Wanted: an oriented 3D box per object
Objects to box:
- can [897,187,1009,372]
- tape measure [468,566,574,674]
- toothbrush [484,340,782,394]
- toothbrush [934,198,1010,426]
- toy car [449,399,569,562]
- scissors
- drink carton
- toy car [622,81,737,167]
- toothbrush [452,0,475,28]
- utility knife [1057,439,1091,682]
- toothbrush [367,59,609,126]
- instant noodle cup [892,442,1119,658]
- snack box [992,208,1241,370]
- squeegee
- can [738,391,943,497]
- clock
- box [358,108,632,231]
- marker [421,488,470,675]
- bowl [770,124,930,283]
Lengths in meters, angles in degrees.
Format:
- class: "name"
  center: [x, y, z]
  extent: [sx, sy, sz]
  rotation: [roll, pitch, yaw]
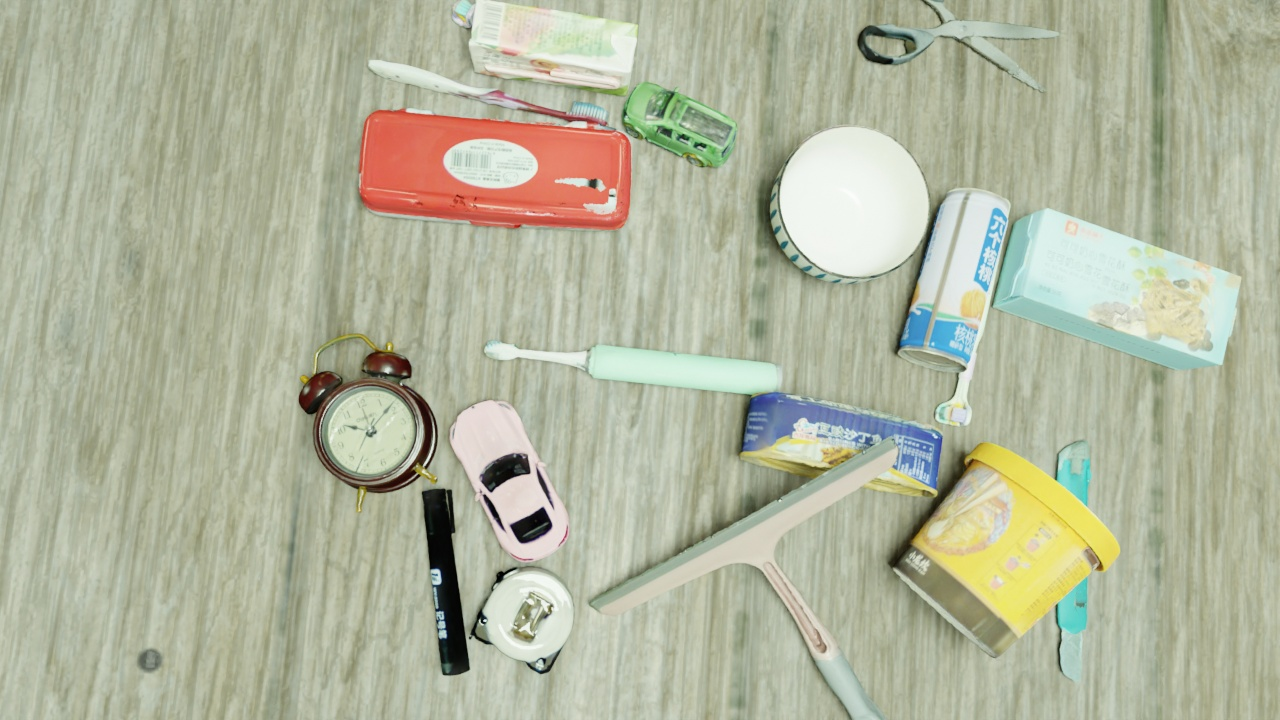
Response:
- class: "can"
  center: [0.242, -0.062, 0.707]
  extent: [0.053, 0.053, 0.134]
  rotation: [19, 82, -4]
- class: "tape measure"
  center: [-0.080, 0.181, 0.655]
  extent: [0.066, 0.033, 0.066]
  rotation: [27, 82, -5]
- class: "toothbrush"
  center: [-0.004, 0.004, 0.686]
  extent: [0.224, 0.027, 0.026]
  rotation: [6, 112, -6]
- class: "toothbrush"
  center: [0.267, -0.041, 0.725]
  extent: [0.020, 0.029, 0.189]
  rotation: [25, 77, -46]
- class: "toy car"
  center: [-0.095, 0.086, 0.663]
  extent: [0.056, 0.037, 0.122]
  rotation: [-27, 86, -10]
- class: "scissors"
  center: [0.257, -0.274, 0.754]
  extent: [0.177, 0.014, 0.159]
  rotation: [-24, 89, -10]
- class: "drink carton"
  center: [-0.065, -0.233, 0.691]
  extent: [0.122, 0.053, 0.045]
  rotation: [9, 84, -5]
- class: "toy car"
  center: [0.031, -0.183, 0.707]
  extent: [0.091, 0.036, 0.043]
  rotation: [23, 83, 0]
- class: "toothbrush"
  center: [-0.086, -0.337, 0.718]
  extent: [0.021, 0.029, 0.189]
  rotation: [43, 76, -41]
- class: "utility knife"
  center: [0.338, 0.154, 0.714]
  extent: [0.029, 0.013, 0.186]
  rotation: [4, 84, -6]
- class: "toothbrush"
  center: [-0.115, -0.206, 0.702]
  extent: [0.187, 0.016, 0.017]
  rotation: [13, 75, -5]
- class: "instant noodle cup"
  center: [0.255, 0.140, 0.660]
  extent: [0.118, 0.118, 0.114]
  rotation: [42, 89, -1]
- class: "snack box"
  center: [0.373, -0.054, 0.721]
  extent: [0.175, 0.052, 0.074]
  rotation: [18, 83, -5]
- class: "squeegee"
  center: [0.132, 0.212, 0.669]
  extent: [0.248, 0.040, 0.249]
  rotation: [-31, 97, 13]
- class: "can"
  center: [0.148, 0.062, 0.673]
  extent: [0.148, 0.075, 0.049]
  rotation: [13, 79, -6]
- class: "clock"
  center: [-0.192, 0.040, 0.647]
  extent: [0.082, 0.055, 0.122]
  rotation: [-21, 85, -8]
- class: "box"
  center: [-0.106, -0.144, 0.688]
  extent: [0.201, 0.047, 0.086]
  rotation: [3, 83, -6]
- class: "marker"
  center: [-0.139, 0.158, 0.659]
  extent: [0.022, 0.020, 0.132]
  rotation: [-4, 83, -32]
- class: "bowl"
  center: [0.151, -0.112, 0.696]
  extent: [0.116, 0.066, 0.116]
  rotation: [1, 84, -7]
